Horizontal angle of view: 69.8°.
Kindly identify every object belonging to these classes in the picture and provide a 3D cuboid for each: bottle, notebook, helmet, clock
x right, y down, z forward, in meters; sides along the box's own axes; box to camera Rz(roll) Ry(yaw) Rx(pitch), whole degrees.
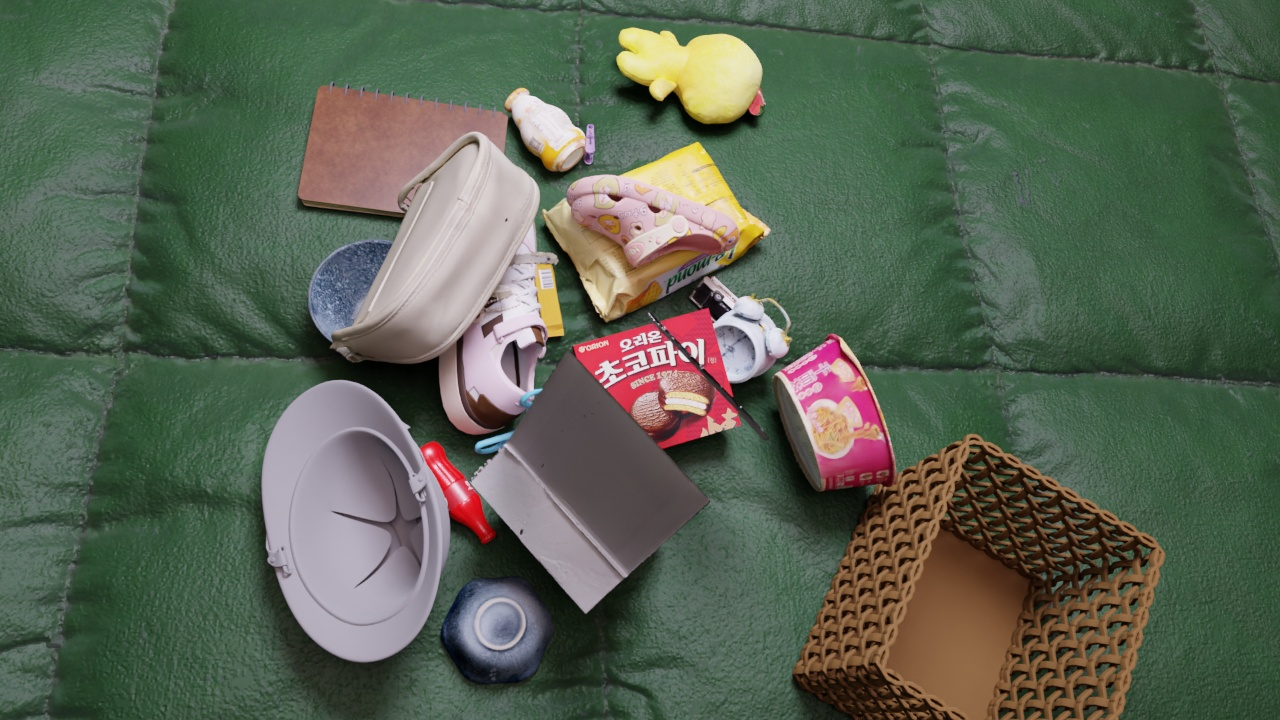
[{"bbox_3d":[-0.118,-0.284,1.122,0.063,0.063,0.109,-40,81,-23],"label":"bottle"},{"bbox_3d":[-0.278,-0.246,1.095,0.225,0.024,0.167,6,69,-10],"label":"notebook"},{"bbox_3d":[-0.255,0.155,0.899,0.183,0.117,0.271,-29,69,11],"label":"helmet"},{"bbox_3d":[0.122,-0.025,1.041,0.083,0.118,0.056,51,34,8],"label":"clock"},{"bbox_3d":[-0.192,0.140,0.955,0.036,0.036,0.119,-36,80,-22],"label":"bottle"}]

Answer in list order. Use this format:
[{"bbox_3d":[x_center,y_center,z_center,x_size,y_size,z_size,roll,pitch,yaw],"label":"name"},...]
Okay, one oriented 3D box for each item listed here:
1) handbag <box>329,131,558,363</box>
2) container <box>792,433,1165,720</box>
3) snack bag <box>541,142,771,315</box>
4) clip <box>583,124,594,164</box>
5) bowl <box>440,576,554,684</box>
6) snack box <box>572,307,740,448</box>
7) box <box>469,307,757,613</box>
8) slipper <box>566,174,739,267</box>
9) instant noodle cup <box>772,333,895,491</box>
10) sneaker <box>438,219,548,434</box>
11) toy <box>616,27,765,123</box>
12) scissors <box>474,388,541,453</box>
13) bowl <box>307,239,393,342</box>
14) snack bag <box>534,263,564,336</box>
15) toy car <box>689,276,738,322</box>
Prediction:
[{"bbox_3d":[-0.197,-0.096,0.932,0.132,0.184,0.228,40,59,-39],"label":"handbag"},{"bbox_3d":[0.327,0.258,0.920,0.219,0.215,0.251,31,66,1],"label":"container"},{"bbox_3d":[0.019,-0.165,1.102,0.246,0.068,0.159,-28,76,-21],"label":"snack bag"},{"bbox_3d":[-0.064,-0.274,1.151,0.013,0.032,0.051,5,66,-9],"label":"clip"},{"bbox_3d":[-0.140,0.263,0.908,0.110,0.055,0.110,4,67,-10],"label":"bowl"},{"bbox_3d":[0.017,0.027,1.005,0.152,0.036,0.132,-16,92,-6],"label":"snack box"},{"bbox_3d":[-0.033,0.102,0.837,0.167,0.331,0.164,46,55,7],"label":"box"},{"bbox_3d":[0.011,-0.142,1.008,0.197,0.093,0.081,14,77,-6],"label":"slipper"},{"bbox_3d":[0.204,0.067,1.004,0.077,0.179,0.178,-20,73,-1],"label":"instant noodle cup"},{"bbox_3d":[-0.142,-0.072,0.984,0.111,0.117,0.293,27,59,-43],"label":"sneaker"},{"bbox_3d":[0.071,-0.375,1.183,0.207,0.092,0.133,9,64,-6],"label":"toy"},{"bbox_3d":[-0.118,0.069,0.957,0.129,0.135,0.015,-31,63,2],"label":"scissors"},{"bbox_3d":[-0.288,-0.059,1.001,0.137,0.057,0.137,4,68,-11],"label":"bowl"},{"bbox_3d":[-0.108,-0.073,1.065,0.026,0.020,0.099,-9,72,-10],"label":"snack bag"},{"bbox_3d":[0.112,-0.054,1.096,0.113,0.039,0.038,42,45,5],"label":"toy car"}]
